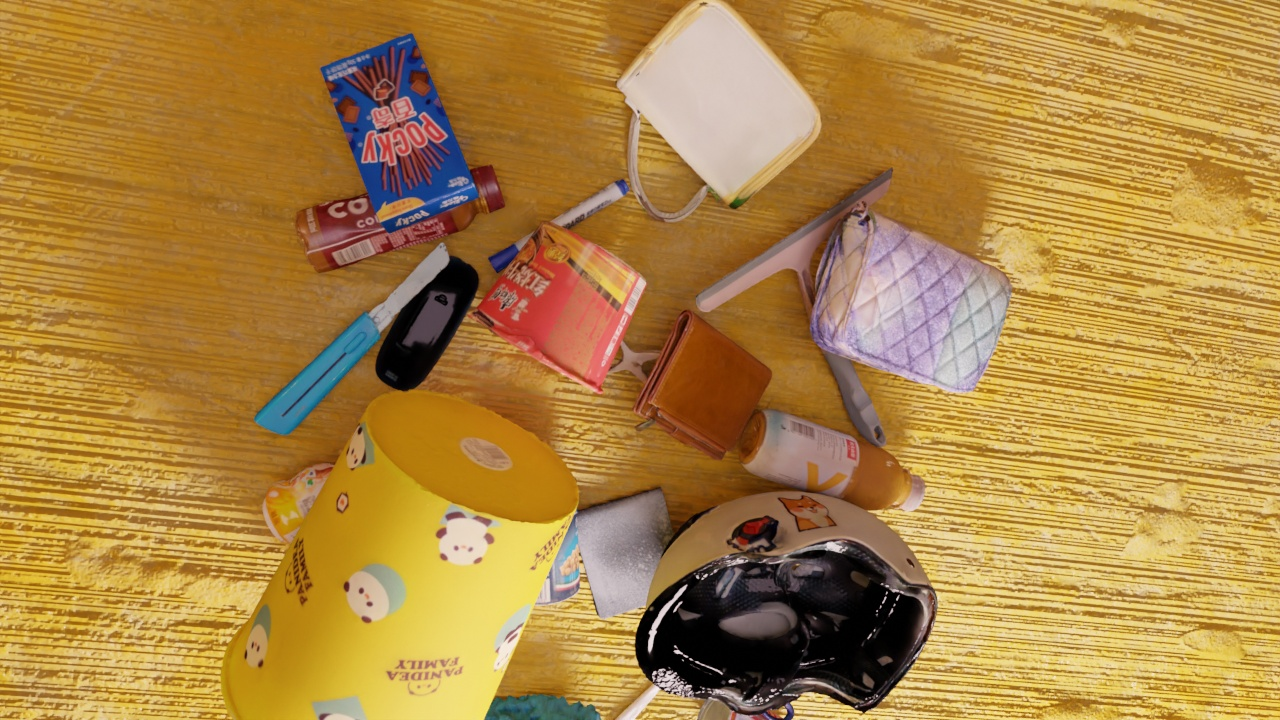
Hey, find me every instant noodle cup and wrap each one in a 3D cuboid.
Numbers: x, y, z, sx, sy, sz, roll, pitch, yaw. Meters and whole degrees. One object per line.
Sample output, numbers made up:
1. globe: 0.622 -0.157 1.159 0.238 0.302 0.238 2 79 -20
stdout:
1. instant noodle cup: -0.065 -0.049 0.809 0.138 0.138 0.108 31 88 -14

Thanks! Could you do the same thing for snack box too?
1. snack box: -0.203 -0.193 0.775 0.084 0.026 0.157 -23 77 -4

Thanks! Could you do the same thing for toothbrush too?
1. toothbrush: 0.018 0.341 0.955 0.016 0.016 0.180 44 92 -12

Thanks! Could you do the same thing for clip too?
1. clip: -0.003 0.001 0.878 0.100 0.034 0.071 17 98 -4

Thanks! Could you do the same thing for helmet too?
1. helmet: 0.131 0.212 0.872 0.274 0.156 0.230 -1 125 0

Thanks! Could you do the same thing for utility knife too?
1. utility knife: -0.257 -0.019 0.829 0.238 0.018 0.034 -44 103 6

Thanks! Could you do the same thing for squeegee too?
1. squeegee: 0.188 -0.020 0.901 0.247 0.040 0.250 -33 111 -19

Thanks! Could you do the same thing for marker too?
1. marker: -0.075 -0.125 0.848 0.146 0.017 0.017 -32 104 -2

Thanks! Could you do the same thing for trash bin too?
1. trash bin: -0.187 0.178 0.758 0.229 0.229 0.256 24 106 -13

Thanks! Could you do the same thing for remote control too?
1. remote control: -0.197 -0.032 0.842 0.053 0.024 0.136 31 95 -11

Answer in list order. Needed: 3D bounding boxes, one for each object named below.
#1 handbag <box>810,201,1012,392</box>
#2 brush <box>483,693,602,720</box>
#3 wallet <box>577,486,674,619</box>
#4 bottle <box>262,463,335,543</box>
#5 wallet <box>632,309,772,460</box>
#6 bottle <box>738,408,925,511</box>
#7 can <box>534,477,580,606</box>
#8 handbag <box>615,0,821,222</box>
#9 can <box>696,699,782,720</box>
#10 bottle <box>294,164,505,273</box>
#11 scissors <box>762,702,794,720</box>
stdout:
1. handbag: 0.252 -0.053 0.864 0.193 0.076 0.134 18 91 -30
2. brush: -0.039 0.392 0.918 0.314 0.060 0.109 -5 108 3
3. wallet: -0.011 0.194 0.922 0.097 0.019 0.121 -15 104 -4
4. bottle: -0.284 0.123 0.838 0.108 0.063 0.063 -25 104 -3
5. wallet: 0.059 0.033 0.859 0.130 0.035 0.119 33 85 -40
6. bottle: 0.192 0.105 0.910 0.189 0.068 0.068 20 97 -13
7. can: -0.096 0.168 0.872 0.075 0.075 0.111 -3 102 -9
8. handbag: 0.052 -0.217 0.836 0.179 0.063 0.163 -42 105 16
9. can: 0.112 0.391 0.954 0.094 0.066 0.066 32 94 -14
10. bottle: -0.208 -0.128 0.804 0.175 0.057 0.057 -18 103 -6
11. scissors: 0.120 0.296 0.949 0.164 0.012 0.162 -13 80 -25
